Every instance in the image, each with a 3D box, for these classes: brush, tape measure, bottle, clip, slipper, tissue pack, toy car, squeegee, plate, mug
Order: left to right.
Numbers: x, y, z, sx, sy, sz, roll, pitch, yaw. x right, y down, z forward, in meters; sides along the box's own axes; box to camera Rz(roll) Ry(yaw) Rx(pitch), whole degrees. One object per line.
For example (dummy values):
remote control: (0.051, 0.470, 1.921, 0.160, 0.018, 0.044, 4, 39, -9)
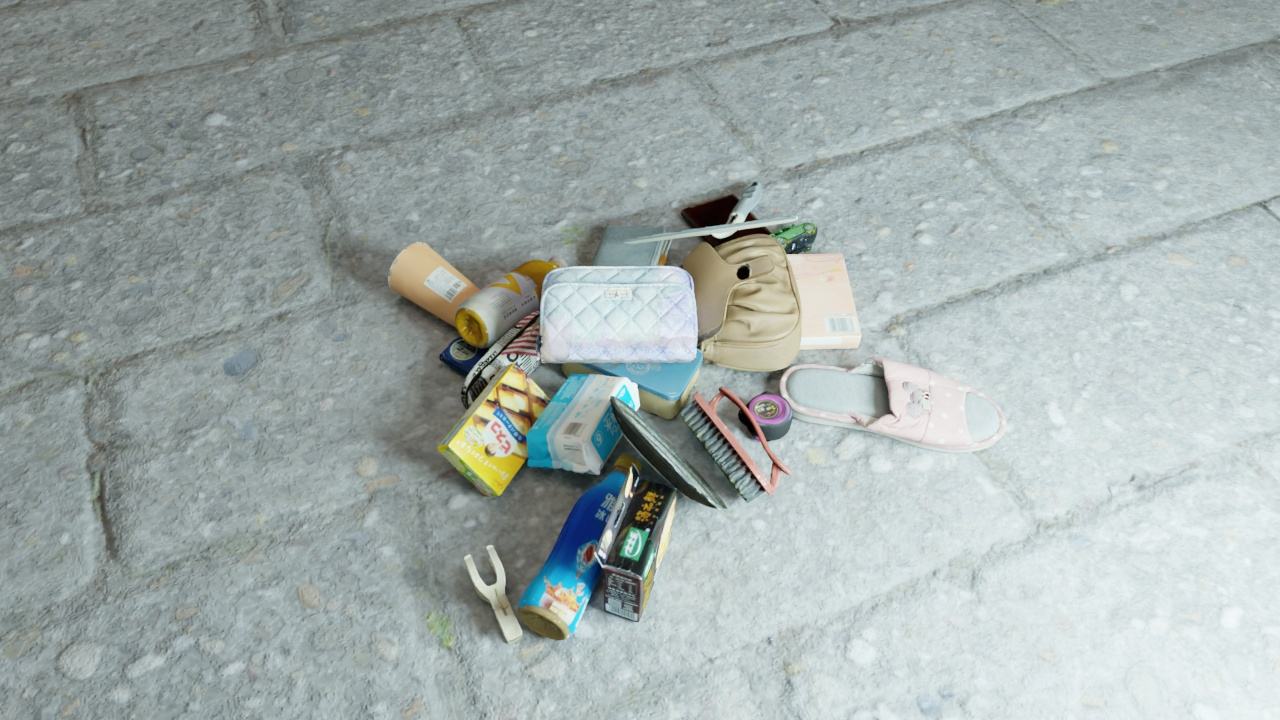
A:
mug: (-0.267, -0.096, 1.230, 0.123, 0.078, 0.078, 34, 58, 19)
tape measure: (-0.223, -0.005, 1.185, 0.058, 0.025, 0.054, 30, 55, 17)
clip: (-0.154, 0.238, 0.960, 0.035, 0.093, 0.103, -20, 43, -16)
bottle: (-0.162, -0.084, 1.210, 0.068, 0.068, 0.189, 27, 42, 20)
tissue pack: (-0.066, 0.075, 1.083, 0.090, 0.063, 0.139, 3, 44, 33)
bottle: (-0.056, 0.193, 0.995, 0.065, 0.065, 0.218, 19, 53, 15)
plate: (0.025, 0.108, 1.012, 0.024, 0.179, 0.179, -45, 59, 2)
squeegee: (0.132, -0.205, 1.297, 0.247, 0.039, 0.245, -4, 23, 26)
brush: (0.113, 0.097, 1.070, 0.069, 0.063, 0.145, -38, 58, 1)
tape measure: (0.155, 0.070, 1.114, 0.057, 0.039, 0.058, -36, 54, -26)
toy car: (0.211, -0.168, 1.305, 0.091, 0.043, 0.036, -23, 54, -18)
slipper: (0.307, 0.047, 1.121, 0.274, 0.054, 0.113, 10, 51, 9)

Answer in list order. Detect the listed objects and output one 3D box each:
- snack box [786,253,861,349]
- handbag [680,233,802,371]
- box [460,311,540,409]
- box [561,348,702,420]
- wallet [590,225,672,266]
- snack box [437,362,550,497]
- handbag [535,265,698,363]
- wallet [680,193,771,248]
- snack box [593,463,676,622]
snack box: (0.243, -0.082, 1.245, 0.084, 0.026, 0.157, -1, 50, 0)
handbag: (0.132, -0.082, 1.196, 0.148, 0.100, 0.204, -10, 48, 3)
box: (-0.160, 0.004, 1.152, 0.057, 0.071, 0.164, 16, 53, 39)
box: (-0.007, 0.007, 1.153, 0.184, 0.060, 0.089, 19, 54, 17)
wallet: (-0.015, -0.136, 1.285, 0.107, 0.037, 0.129, 4, 49, 16)
snack box: (-0.164, 0.080, 1.078, 0.034, 0.087, 0.140, -14, 33, 51)
handbag: (-0.029, -0.055, 1.118, 0.194, 0.076, 0.134, -2, 51, -1)
wallet: (0.130, -0.196, 1.345, 0.096, 0.020, 0.122, -20, 52, -22)
snack box: (-0.004, 0.192, 0.957, 0.053, 0.126, 0.113, 16, 52, 10)
